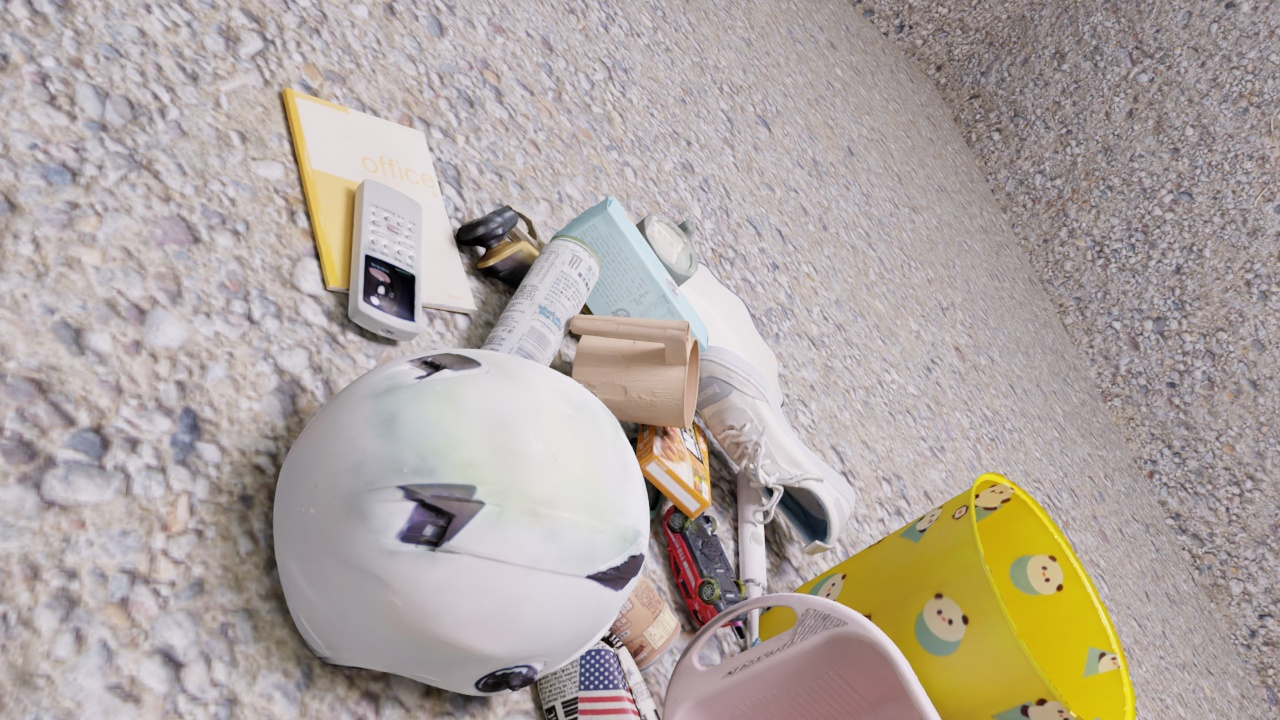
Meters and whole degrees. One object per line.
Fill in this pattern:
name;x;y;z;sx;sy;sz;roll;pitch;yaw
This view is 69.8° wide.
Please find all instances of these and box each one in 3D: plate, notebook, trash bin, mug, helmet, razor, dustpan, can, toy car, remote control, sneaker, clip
plate;0.087;-0.019;1.050;0.205;0.046;0.204;39;33;-32
notebook;-0.227;-0.138;0.801;0.145;0.010;0.206;8;54;-48
trash bin;0.258;0.258;0.827;0.229;0.256;0.229;33;37;-30
mug;0.004;-0.102;0.981;0.083;0.104;0.123;50;33;-7
mug;-0.005;0.005;0.821;0.125;0.103;0.084;79;19;-53
helmet;-0.094;0.084;0.595;0.258;0.146;0.228;13;50;-25
razor;-0.099;-0.082;0.878;0.167;0.062;0.067;41;64;-28
dustpan;0.123;0.316;0.649;0.139;0.223;0.273;46;18;-36
can;-0.024;0.183;0.719;0.116;0.059;0.058;53;32;-3
toy car;0.054;0.185;0.830;0.053;0.045;0.120;19;40;-46
can;-0.087;-0.041;0.804;0.058;0.058;0.146;40;55;-21
remote control;-0.206;-0.084;0.748;0.058;0.021;0.149;23;44;-38
sneaker;0.118;0.096;0.925;0.242;0.090;0.090;48;40;-6
clip;-0.110;-0.109;0.910;0.099;0.034;0.066;46;31;-29

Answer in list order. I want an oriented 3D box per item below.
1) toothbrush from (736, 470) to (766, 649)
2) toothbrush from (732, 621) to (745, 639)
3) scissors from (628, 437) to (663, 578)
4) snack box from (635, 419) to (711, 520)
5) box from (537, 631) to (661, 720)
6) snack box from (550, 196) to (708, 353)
toothbrush;0.110;0.199;0.908;0.027;0.026;0.220;9;44;-4
toothbrush;0.057;0.175;0.875;0.017;0.014;0.189;-5;64;-43
scissors;-0.024;0.111;0.825;0.170;0.019;0.180;58;31;9
snack box;0.032;0.085;0.876;0.075;0.026;0.153;44;16;-13
box;-0.021;0.276;0.643;0.087;0.076;0.163;-8;68;-32
snack box;-0.010;-0.067;0.896;0.175;0.074;0.051;54;19;-17
